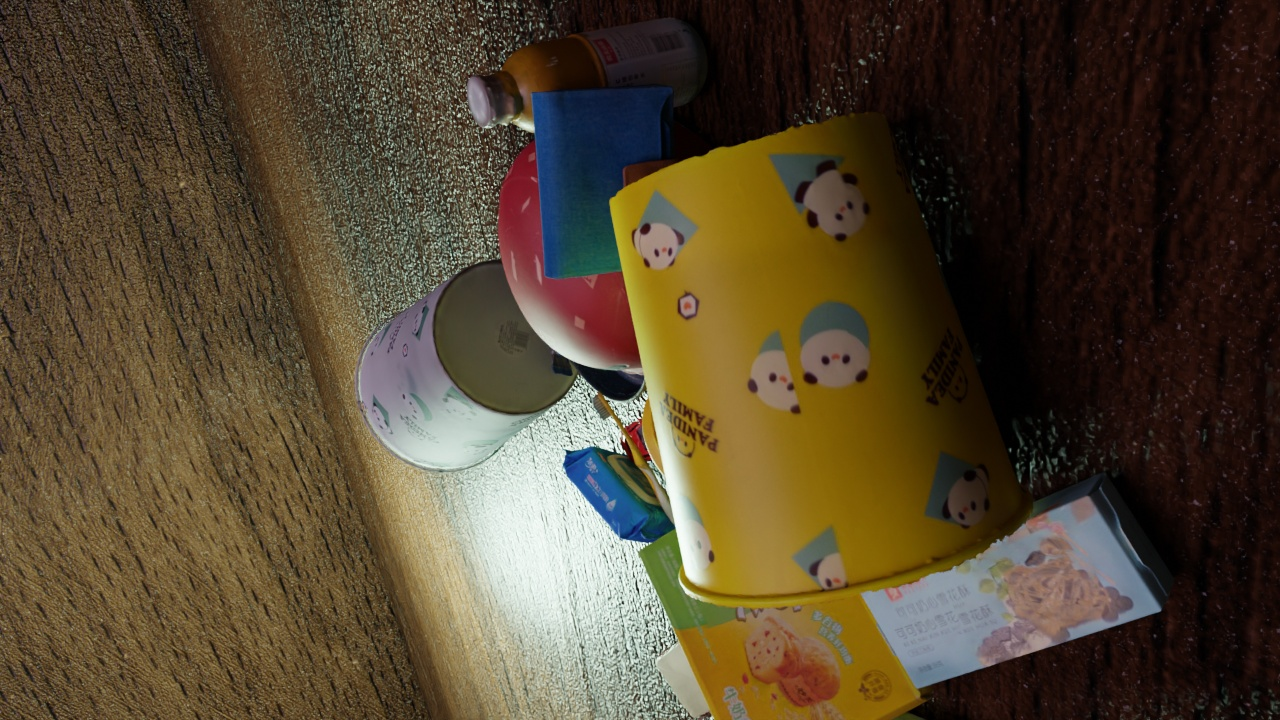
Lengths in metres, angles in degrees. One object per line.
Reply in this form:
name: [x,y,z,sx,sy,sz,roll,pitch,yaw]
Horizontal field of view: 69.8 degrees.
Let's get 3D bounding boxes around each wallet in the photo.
wallet: [-0.023,-0.129,0.662,0.040,0.106,0.133,-149,53,-60]

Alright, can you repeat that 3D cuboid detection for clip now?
clip: [-0.087,-0.007,1.005,0.058,0.027,0.045,-125,46,-59]

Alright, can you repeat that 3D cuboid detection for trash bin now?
trash bin: [-0.205,0.004,1.122,0.253,0.229,0.229,-28,86,57]
trash bin: [0.102,-0.006,0.593,0.230,0.229,0.255,-11,95,61]

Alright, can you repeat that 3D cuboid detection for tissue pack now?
tissue pack: [-0.017,0.147,1.032,0.157,0.095,0.052,44,105,33]

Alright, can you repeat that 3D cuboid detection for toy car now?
toy car: [0.009,0.084,1.004,0.049,0.031,0.107,63,150,4]

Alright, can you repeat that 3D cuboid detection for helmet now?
helmet: [-0.046,-0.096,0.790,0.207,0.143,0.240,30,117,43]

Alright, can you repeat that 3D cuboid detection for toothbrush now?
toothbrush: [0.000,0.112,0.964,0.191,0.018,0.016,60,176,-19]

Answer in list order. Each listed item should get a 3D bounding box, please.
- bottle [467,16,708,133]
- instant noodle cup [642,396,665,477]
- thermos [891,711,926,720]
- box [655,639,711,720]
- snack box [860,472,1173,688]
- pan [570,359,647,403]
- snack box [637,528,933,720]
bottle: [-0.038,-0.212,0.691,0.068,0.189,0.068,39,140,43]
instant noodle cup: [0.079,0.045,0.773,0.115,0.118,0.118,-38,77,53]
thermos: [0.241,0.330,0.751,0.225,0.073,0.073,-4,107,62]
box: [0.078,0.320,0.982,0.091,0.080,0.169,53,145,16]
snack box: [0.232,0.143,0.582,0.175,0.051,0.074,-37,78,37]
pan: [-0.005,0.005,0.917,0.357,0.078,0.198,49,148,30]
snack box: [0.113,0.212,0.753,0.070,0.158,0.210,33,-153,-61]
